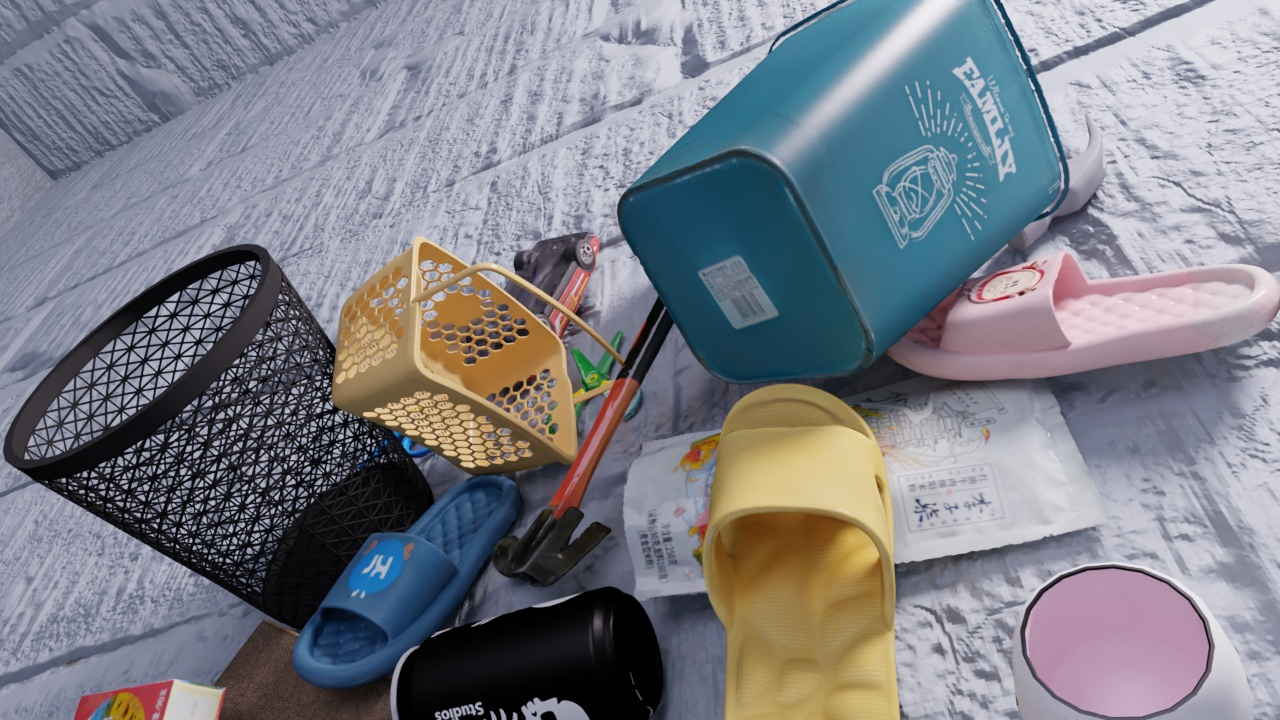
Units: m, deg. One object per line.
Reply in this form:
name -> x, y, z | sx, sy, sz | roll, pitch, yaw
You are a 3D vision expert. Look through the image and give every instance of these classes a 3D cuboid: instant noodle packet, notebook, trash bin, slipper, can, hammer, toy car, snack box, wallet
instant noodle packet -> 0.123, 0.069, 0.568 | 0.269, 0.057, 0.146 | -15, 40, 15
notebook -> -0.249, 0.280, 0.610 | 0.216, 0.034, 0.189 | 4, 49, 41
trash bin -> 0.124, -0.109, 0.602 | 0.218, 0.196, 0.200 | -43, 20, -31
slipper -> -0.168, 0.146, 0.663 | 0.104, 0.059, 0.213 | -4, 30, 35
slipper -> 0.261, -0.033, 0.566 | 0.222, 0.056, 0.106 | -4, 26, 31
can -> -0.066, 0.188, 0.541 | 0.146, 0.080, 0.080 | -19, 37, 18
hammer -> -0.004, 0.004, 0.652 | 0.332, 0.033, 0.133 | -64, 15, -19
hammer -> 0.249, -0.178, 0.785 | 0.125, 0.029, 0.311 | -40, 35, -10
toy car -> -0.099, -0.053, 0.876 | 0.082, 0.056, 0.188 | -5, 45, 31
trash bin -> -0.298, 0.074, 0.712 | 0.217, 0.243, 0.216 | -21, 37, 16
snack box -> -0.350, 0.295, 0.615 | 0.145, 0.040, 0.142 | -20, 53, 34
slipper -> 0.084, 0.105, 0.475 | 0.099, 0.078, 0.262 | -5, 50, 12
wallet -> -0.188, -0.017, 0.921 | 0.121, 0.027, 0.098 | -6, 37, 33

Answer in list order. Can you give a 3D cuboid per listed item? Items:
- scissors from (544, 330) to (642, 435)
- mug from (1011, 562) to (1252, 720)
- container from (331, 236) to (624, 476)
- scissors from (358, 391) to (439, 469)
scissors -> -0.032, 0.017, 0.779 | 0.117, 0.012, 0.129 | -2, 47, 34
mug -> 0.200, 0.151, 0.386 | 0.090, 0.076, 0.123 | 3, 48, 39
container -> -0.115, -0.003, 0.696 | 0.167, 0.183, 0.129 | -23, 53, 24
scissors -> -0.218, 0.058, 0.871 | 0.125, 0.013, 0.129 | 13, 51, 46
